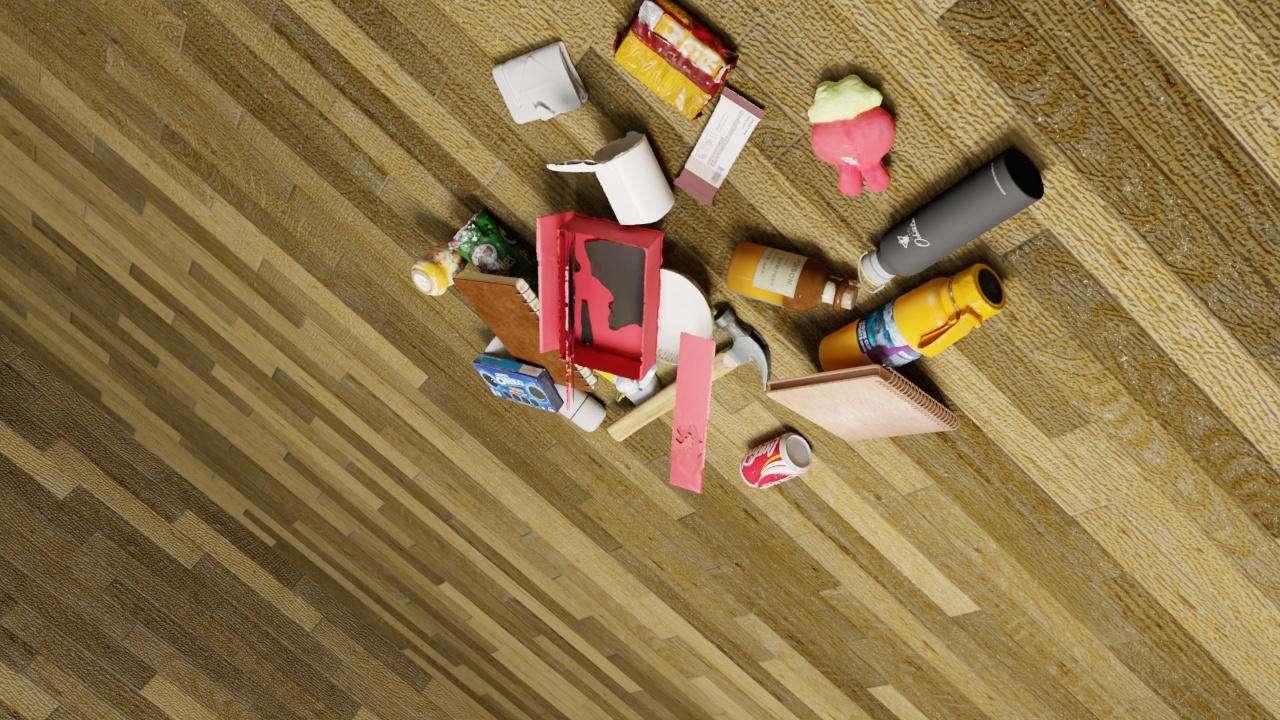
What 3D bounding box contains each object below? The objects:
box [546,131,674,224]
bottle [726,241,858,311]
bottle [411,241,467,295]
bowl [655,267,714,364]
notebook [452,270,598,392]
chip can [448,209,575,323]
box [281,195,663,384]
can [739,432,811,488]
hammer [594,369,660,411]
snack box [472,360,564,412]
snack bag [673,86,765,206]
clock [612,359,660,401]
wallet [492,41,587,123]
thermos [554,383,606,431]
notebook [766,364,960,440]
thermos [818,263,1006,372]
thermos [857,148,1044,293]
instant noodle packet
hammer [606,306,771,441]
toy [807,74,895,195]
[{"bbox_3d":[-0.034,-0.217,1.122,0.083,0.143,0.137,9,133,49],"label":"box"},{"bbox_3d":[0.191,-0.098,1.141,0.157,0.067,0.068,18,137,19],"label":"bottle"},{"bbox_3d":[-0.295,-0.147,1.391,0.063,0.108,0.063,25,141,22],"label":"bottle"},{"bbox_3d":[0.048,-0.072,1.259,0.145,0.063,0.145,17,127,24],"label":"bowl"},{"bbox_3d":[-0.168,-0.043,1.374,0.168,0.024,0.225,11,145,44],"label":"notebook"},{"bbox_3d":[-0.177,-0.123,1.364,0.223,0.075,0.076,41,140,-9],"label":"chip can"},{"bbox_3d":[-0.227,-0.086,1.220,0.511,0.140,0.216,5,124,3],"label":"box"},{"bbox_3d":[0.202,0.153,1.383,0.064,0.064,0.105,44,139,-11],"label":"can"},{"bbox_3d":[-0.109,-0.023,1.454,0.323,0.029,0.127,34,140,3],"label":"hammer"},{"bbox_3d":[-0.197,0.035,1.477,0.150,0.027,0.082,11,144,38],"label":"snack box"},{"bbox_3d":[0.092,-0.253,1.098,0.057,0.013,0.158,32,140,0],"label":"snack bag"},{"bbox_3d":[-0.008,0.008,1.349,0.057,0.083,0.118,23,98,-12],"label":"clock"},{"bbox_3d":[-0.129,-0.343,1.147,0.116,0.032,0.086,-8,122,39],"label":"wallet"},{"bbox_3d":[-0.156,0.037,1.523,0.224,0.052,0.052,37,140,-3],"label":"thermos"},{"bbox_3d":[0.290,0.058,1.186,0.169,0.022,0.210,-11,153,41],"label":"notebook"},{"bbox_3d":[0.323,-0.032,1.099,0.076,0.091,0.233,7,155,-35],"label":"thermos"},{"bbox_3d":[0.325,-0.143,1.009,0.061,0.061,0.232,43,140,-10],"label":"thermos"},{"bbox_3d":[0.036,-0.343,1.028,0.135,0.039,0.099,37,140,-5],"label":"instant noodle packet"},{"bbox_3d":[0.062,0.045,1.371,0.132,0.033,0.332,42,132,-14],"label":"hammer"},{"bbox_3d":[0.230,-0.240,0.990,0.092,0.045,0.135,-8,120,36],"label":"toy"}]
